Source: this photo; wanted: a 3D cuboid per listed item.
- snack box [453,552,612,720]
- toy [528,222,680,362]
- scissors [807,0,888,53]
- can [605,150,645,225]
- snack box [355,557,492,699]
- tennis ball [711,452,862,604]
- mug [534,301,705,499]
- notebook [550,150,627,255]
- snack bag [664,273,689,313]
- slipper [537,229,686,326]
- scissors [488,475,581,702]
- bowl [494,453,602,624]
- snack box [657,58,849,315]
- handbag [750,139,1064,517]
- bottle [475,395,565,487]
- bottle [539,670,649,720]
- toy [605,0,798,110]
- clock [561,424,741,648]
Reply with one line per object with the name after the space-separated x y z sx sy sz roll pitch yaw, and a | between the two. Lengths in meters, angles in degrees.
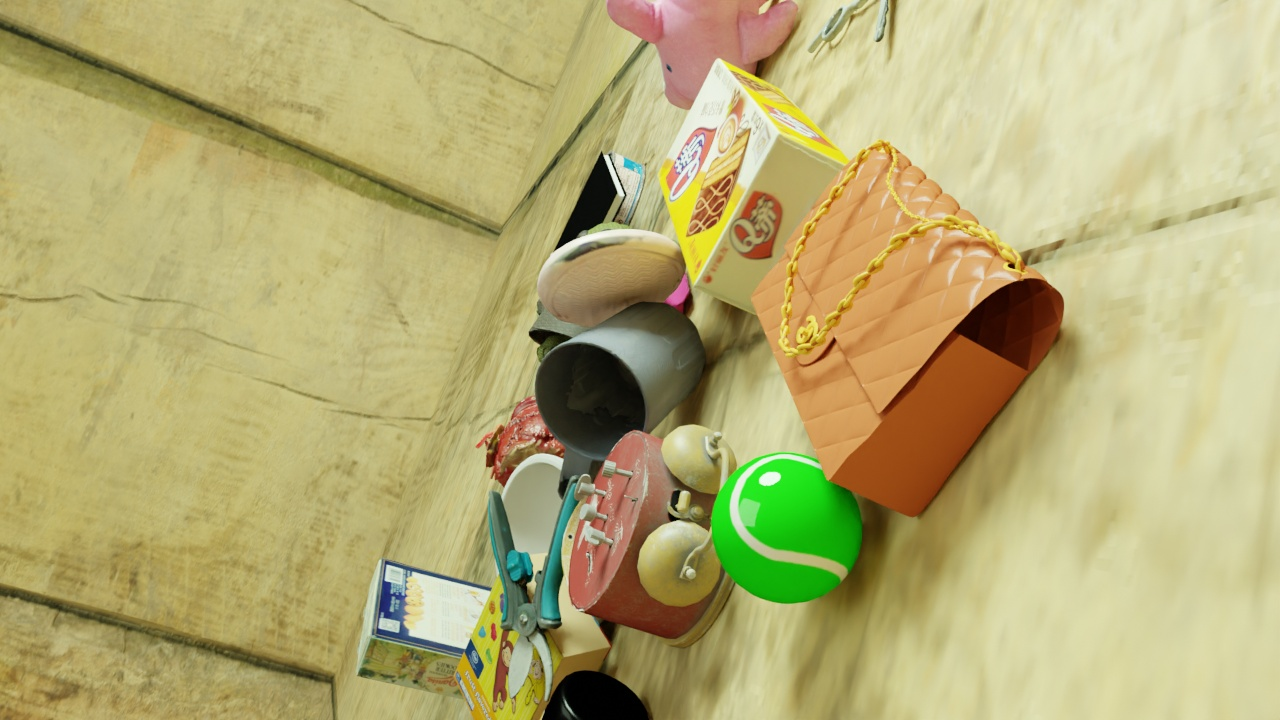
-0.081 0.215 0.655 0.088 0.040 0.126 49 125 39 | snack box
-0.045 -0.061 0.868 0.180 0.078 0.152 6 67 49 | toy
0.159 -0.255 0.616 0.141 0.014 0.175 -69 13 -13 | scissors
-0.042 -0.192 1.142 0.130 0.044 0.129 -58 18 32 | can
-0.173 0.242 0.821 0.144 0.145 0.043 -131 62 -72 | snack box
0.064 0.073 0.401 0.066 0.065 0.065 -58 18 32 | tennis ball
-0.014 0.028 0.641 0.103 0.084 0.124 -38 -36 -56 | mug
-0.063 -0.149 1.043 0.149 0.016 0.206 -62 17 19 | notebook
-0.005 0.005 0.811 0.197 0.016 0.070 -60 15 26 | snack bag
-0.021 -0.063 0.696 0.221 0.107 0.055 79 176 -83 | slipper
-0.068 0.138 0.607 0.125 0.019 0.155 -46 53 18 | scissors
-0.057 0.146 0.700 0.150 0.043 0.149 -5 84 52 | bowl
0.072 -0.129 0.647 0.110 0.061 0.230 -62 17 24 | snack box
0.106 -0.030 0.416 0.109 0.060 0.171 -57 19 23 | handbag
-0.108 0.089 0.900 0.099 0.099 0.111 -61 12 24 | bottle
-0.058 0.276 0.551 0.182 0.059 0.059 -64 16 16 | bottle
0.076 -0.314 0.786 0.128 0.186 0.266 52 154 30 | toy
0.007 0.095 0.532 0.159 0.081 0.116 -43 30 57 | clock
